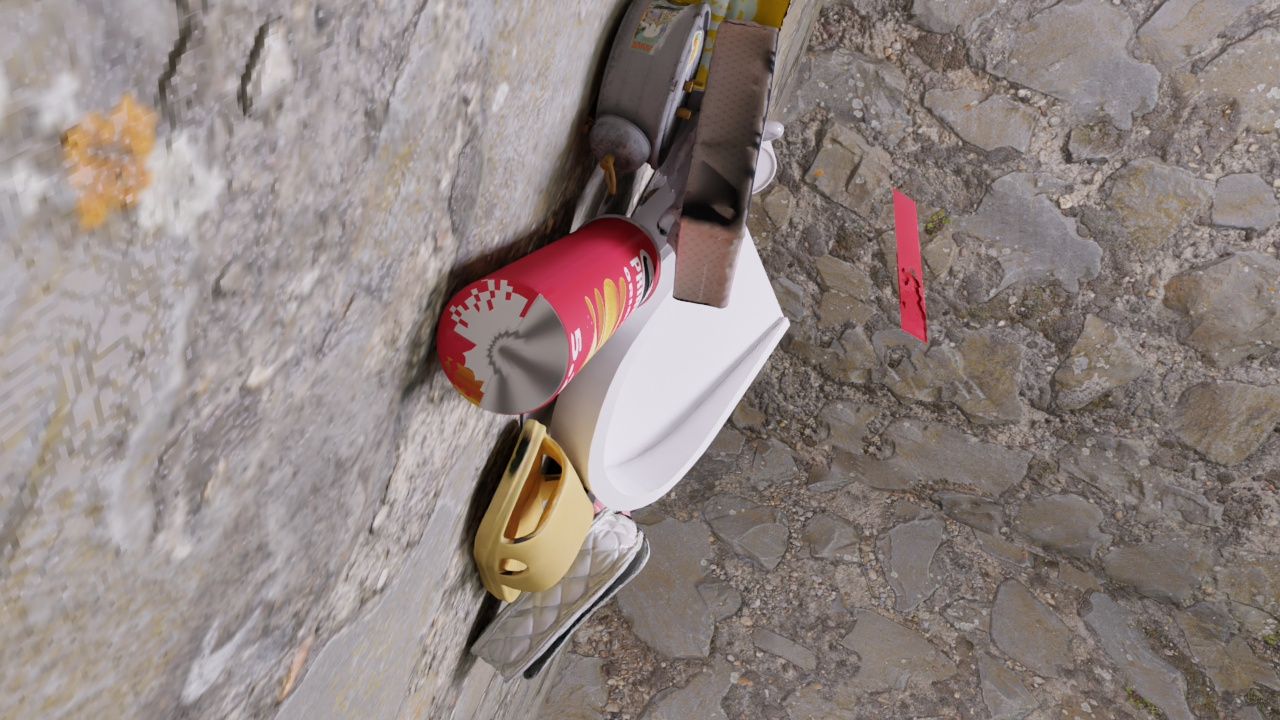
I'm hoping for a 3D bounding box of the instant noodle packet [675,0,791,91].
[{"bbox_3d":[0.086,-0.328,0.670,0.163,0.084,0.221,105,1,-63],"label":"instant noodle packet"}]

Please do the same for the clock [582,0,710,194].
[{"bbox_3d":[0.005,-0.163,0.568,0.104,0.056,0.147,102,9,-65],"label":"clock"}]

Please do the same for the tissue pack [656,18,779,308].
[{"bbox_3d":[0.048,-0.131,0.618,0.104,0.071,0.181,95,3,-62],"label":"tissue pack"}]

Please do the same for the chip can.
[{"bbox_3d":[-0.042,-0.036,0.532,0.220,0.069,0.069,-53,164,-69],"label":"chip can"}]

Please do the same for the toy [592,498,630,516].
[{"bbox_3d":[-0.054,0.162,1.101,0.191,0.097,0.237,-78,179,-62],"label":"toy"}]

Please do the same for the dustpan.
[{"bbox_3d":[0.037,0.014,0.805,0.257,0.053,0.191,-46,142,-9],"label":"dustpan"}]

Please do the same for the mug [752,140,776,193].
[{"bbox_3d":[0.091,-0.229,1.020,0.111,0.073,0.090,-31,-136,27],"label":"mug"}]

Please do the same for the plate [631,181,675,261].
[{"bbox_3d":[0.019,-0.111,0.749,0.174,0.036,0.174,-46,-179,1],"label":"plate"}]

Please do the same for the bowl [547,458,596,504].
[{"bbox_3d":[-0.065,0.108,0.967,0.124,0.052,0.124,24,88,-85],"label":"bowl"}]

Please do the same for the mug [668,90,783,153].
[{"bbox_3d":[0.062,-0.193,0.757,0.089,0.107,0.071,-133,-129,-87],"label":"mug"}]

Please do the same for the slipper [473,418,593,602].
[{"bbox_3d":[-0.087,0.145,0.769,0.264,0.078,0.099,105,10,-59],"label":"slipper"}]

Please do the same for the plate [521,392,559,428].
[{"bbox_3d":[-0.056,-0.020,0.764,0.178,0.012,0.178,24,88,-85],"label":"plate"}]

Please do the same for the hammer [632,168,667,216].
[{"bbox_3d":[0.015,-0.108,1.006,0.301,0.037,0.217,104,9,-59],"label":"hammer"}]

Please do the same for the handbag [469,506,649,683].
[{"bbox_3d":[-0.077,0.240,0.937,0.195,0.072,0.139,-46,175,3],"label":"handbag"}]
